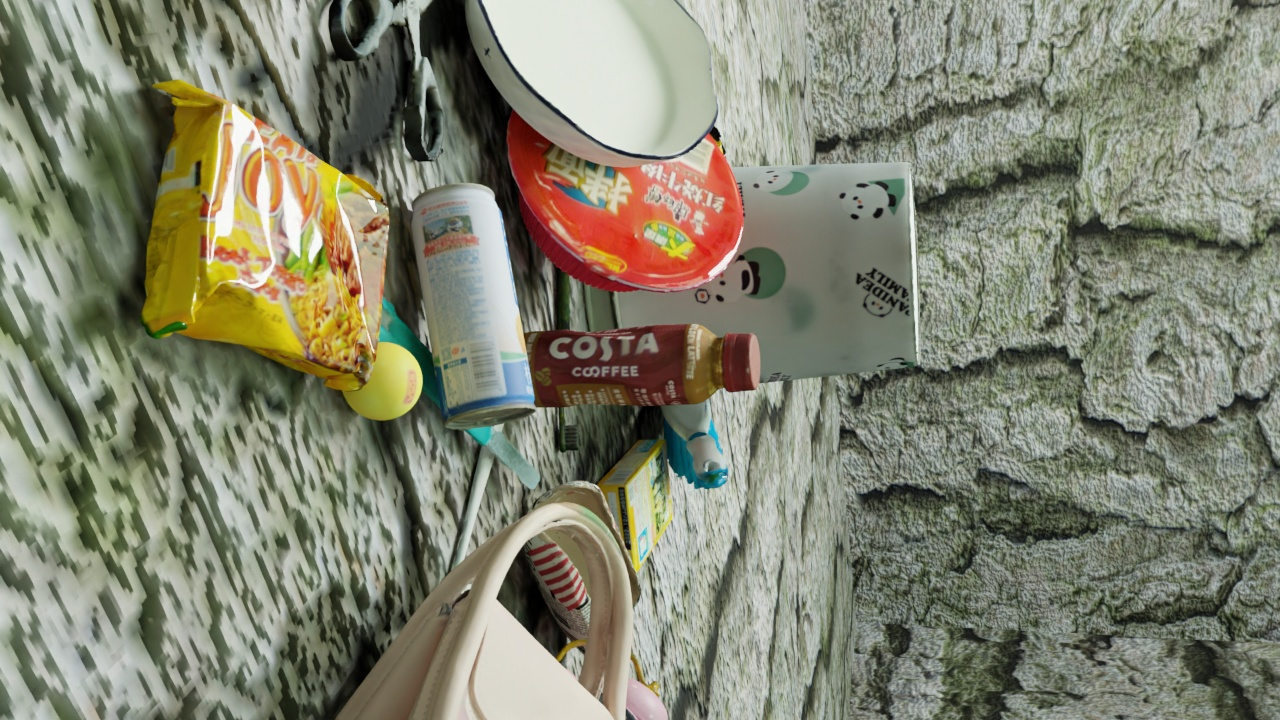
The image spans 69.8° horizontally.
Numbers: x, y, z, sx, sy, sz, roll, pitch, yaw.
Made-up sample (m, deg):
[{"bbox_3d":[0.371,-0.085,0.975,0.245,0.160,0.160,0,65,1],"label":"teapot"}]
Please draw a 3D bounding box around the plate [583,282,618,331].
[{"bbox_3d":[-0.004,-0.075,0.909,0.230,0.027,0.230,-2,90,-72],"label":"plate"}]

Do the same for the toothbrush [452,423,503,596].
[{"bbox_3d":[-0.102,0.079,0.601,0.016,0.016,0.179,60,32,-51],"label":"toothbrush"}]

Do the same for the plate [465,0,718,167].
[{"bbox_3d":[-0.035,-0.223,0.647,0.204,0.046,0.204,18,58,-33],"label":"plate"}]

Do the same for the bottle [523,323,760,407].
[{"bbox_3d":[-0.004,0.004,0.655,0.057,0.175,0.057,-2,89,-72],"label":"bottle"}]

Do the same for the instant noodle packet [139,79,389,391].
[{"bbox_3d":[-0.158,-0.050,0.399,0.128,0.044,0.110,33,52,-68],"label":"instant noodle packet"}]

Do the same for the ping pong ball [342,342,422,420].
[{"bbox_3d":[-0.133,0.011,0.471,0.040,0.040,0.040,-2,89,-72],"label":"ping pong ball"}]

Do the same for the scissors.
[{"bbox_3d":[-0.134,-0.201,0.539,0.180,0.014,0.159,-60,144,-61],"label":"scissors"}]

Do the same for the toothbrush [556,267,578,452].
[{"bbox_3d":[-0.059,-0.019,0.744,0.012,0.017,0.185,36,53,-83],"label":"toothbrush"}]

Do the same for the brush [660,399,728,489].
[{"bbox_3d":[0.054,0.082,0.886,0.314,0.060,0.109,-104,-179,-67],"label":"brush"}]

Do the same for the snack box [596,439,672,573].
[{"bbox_3d":[-0.003,0.136,0.881,0.140,0.034,0.087,-36,122,-67],"label":"snack box"}]

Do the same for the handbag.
[{"bbox_3d":[-0.062,0.190,0.522,0.193,0.094,0.233,58,35,-35],"label":"handbag"}]

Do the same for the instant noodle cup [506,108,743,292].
[{"bbox_3d":[-0.019,-0.123,0.689,0.066,0.193,0.193,-43,-149,52],"label":"instant noodle cup"}]

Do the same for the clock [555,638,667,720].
[{"bbox_3d":[-0.042,0.265,0.613,0.060,0.117,0.158,78,20,-59],"label":"clock"}]

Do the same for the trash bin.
[{"bbox_3d":[0.128,-0.082,0.861,0.229,0.252,0.229,-2,89,-71],"label":"trash bin"}]

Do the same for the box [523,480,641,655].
[{"bbox_3d":[-0.039,0.171,0.691,0.087,0.076,0.162,-114,-174,-49],"label":"box"}]

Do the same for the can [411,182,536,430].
[{"bbox_3d":[-0.098,-0.031,0.530,0.053,0.053,0.134,21,56,-71],"label":"can"}]

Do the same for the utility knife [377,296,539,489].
[{"bbox_3d":[-0.110,0.026,0.565,0.222,0.013,0.029,58,30,-50],"label":"utility knife"}]

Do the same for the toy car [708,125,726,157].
[{"bbox_3d":[0.008,-0.143,0.779,0.155,0.071,0.041,-48,154,-6],"label":"toy car"}]
